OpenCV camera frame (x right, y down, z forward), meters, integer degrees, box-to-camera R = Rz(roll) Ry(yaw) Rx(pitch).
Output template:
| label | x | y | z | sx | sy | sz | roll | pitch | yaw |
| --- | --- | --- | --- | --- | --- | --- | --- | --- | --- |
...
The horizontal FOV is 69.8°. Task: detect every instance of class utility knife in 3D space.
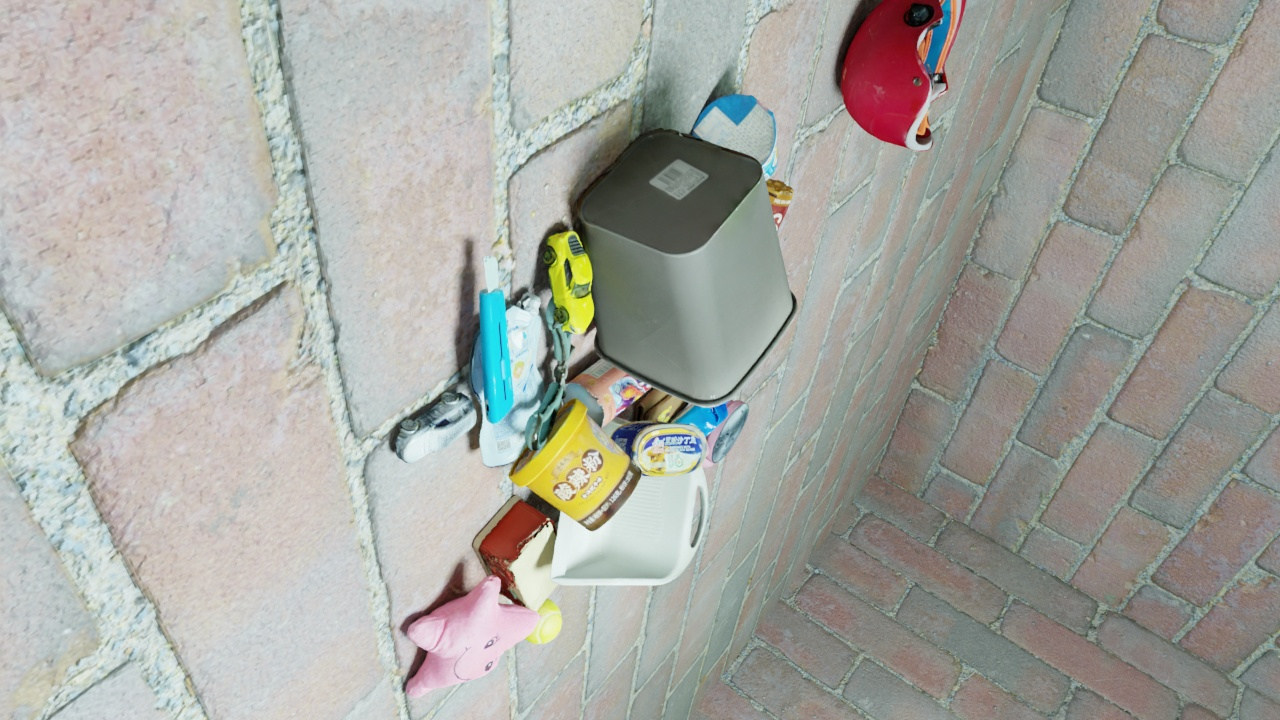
| label | x | y | z | sx | sy | sz | roll | pitch | yaw |
| --- | --- | --- | --- | --- | --- | --- | --- | --- | --- |
| utility knife | -0.135 | -0.019 | 0.850 | 0.034 | 0.018 | 0.179 | -39 | 141 | -43 |

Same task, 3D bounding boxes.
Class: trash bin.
| label | x | y | z | sx | sy | sz | roll | pitch | yaw |
| --- | --- | --- | --- | --- | --- | --- | --- | --- | --- |
| trash bin | 0.047 | -0.106 | 0.986 | 0.198 | 0.199 | 0.220 | -50 | 149 | -25 |

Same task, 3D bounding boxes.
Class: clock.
| label | x | y | z | sx | sy | sz | roll | pitch | yaw |
| --- | --- | --- | --- | --- | --- | --- | --- | --- | --- |
| clock | 0.121 | 0.128 | 1.571 | 0.158 | 0.060 | 0.117 | -58 | 158 | -9 |

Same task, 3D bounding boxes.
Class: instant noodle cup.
| label | x | y | z | sx | sy | sz | roll | pitch | yaw |
| --- | --- | --- | --- | --- | --- | --- | --- | --- | --- |
| instant noodle cup | -0.070 | 0.124 | 1.045 | 0.118 | 0.114 | 0.118 | -46 | -171 | 10 |
| instant noodle cup | 0.121 | -0.250 | 1.083 | 0.099 | 0.099 | 0.109 | -63 | 164 | 7 |

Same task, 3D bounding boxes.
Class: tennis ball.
| label | x | y | z | sx | sy | sz | roll | pitch | yaw |
| --- | --- | --- | --- | --- | --- | --- | --- | --- | --- |
| tennis ball | -0.144 | 0.370 | 1.308 | 0.065 | 0.065 | 0.066 | -45 | 153 | -31 |

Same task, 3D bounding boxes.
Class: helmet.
| label | x | y | z | sx | sy | sz | roll | pitch | yaw |
| --- | --- | --- | --- | --- | --- | --- | --- | --- | --- |
| helmet | 0.368 | -0.430 | 1.308 | 0.207 | 0.144 | 0.240 | 25 | 81 | -68 |

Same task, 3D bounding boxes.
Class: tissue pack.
| label | x | y | z | sx | sy | sz | roll | pitch | yaw |
| --- | --- | --- | --- | --- | --- | --- | --- | --- | --- |
| tissue pack | 0.069 | 0.107 | 1.400 | 0.157 | 0.052 | 0.095 | -42 | 174 | 13 |

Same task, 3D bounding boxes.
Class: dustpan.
| label | x | y | z | sx | sy | sz | roll | pitch | yaw |
| --- | --- | --- | --- | --- | --- | --- | --- | --- | --- |
| dustpan | 0.001 | 0.195 | 1.232 | 0.257 | 0.143 | 0.222 | 42 | 55 | -73 |

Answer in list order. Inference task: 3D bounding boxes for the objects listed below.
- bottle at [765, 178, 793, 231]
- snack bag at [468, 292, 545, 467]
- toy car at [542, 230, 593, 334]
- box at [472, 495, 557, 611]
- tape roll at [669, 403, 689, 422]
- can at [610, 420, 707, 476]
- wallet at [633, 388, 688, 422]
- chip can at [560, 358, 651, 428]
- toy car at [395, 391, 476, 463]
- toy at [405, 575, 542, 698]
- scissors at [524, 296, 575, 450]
| label | x | y | z | sx | sy | sz | roll | pitch | yaw |
| --- | --- | --- | --- | --- | --- | --- | --- | --- | --- |
| bottle | 0.161 | -0.169 | 1.295 | 0.057 | 0.057 | 0.175 | -26 | 140 | -53 |
| snack bag | -0.134 | 0.021 | 0.946 | 0.110 | 0.039 | 0.191 | -40 | 148 | -34 |
| toy car | -0.067 | -0.078 | 0.922 | 0.048 | 0.032 | 0.105 | -28 | 113 | -57 |
| box | -0.143 | 0.255 | 1.158 | 0.091 | 0.077 | 0.168 | -49 | 154 | -25 |
| tape roll | 0.075 | 0.087 | 1.484 | 0.085 | 0.014 | 0.086 | -45 | 153 | -31 |
| can | 0.025 | 0.117 | 1.213 | 0.148 | 0.049 | 0.074 | 4 | 86 | -47 |
| wallet | 0.034 | 0.063 | 1.353 | 0.115 | 0.033 | 0.090 | -38 | 151 | -35 |
| chip can | -0.007 | 0.007 | 1.147 | 0.214 | 0.071 | 0.071 | -37 | 148 | -40 |
| toy car | -0.196 | 0.066 | 0.880 | 0.090 | 0.034 | 0.043 | -36 | 151 | -41 |
| toy | -0.200 | 0.331 | 1.119 | 0.178 | 0.074 | 0.195 | -13 | 135 | -30 |
| scissors | -0.092 | 0.003 | 0.978 | 0.169 | 0.019 | 0.179 | -67 | 165 | -55 |
